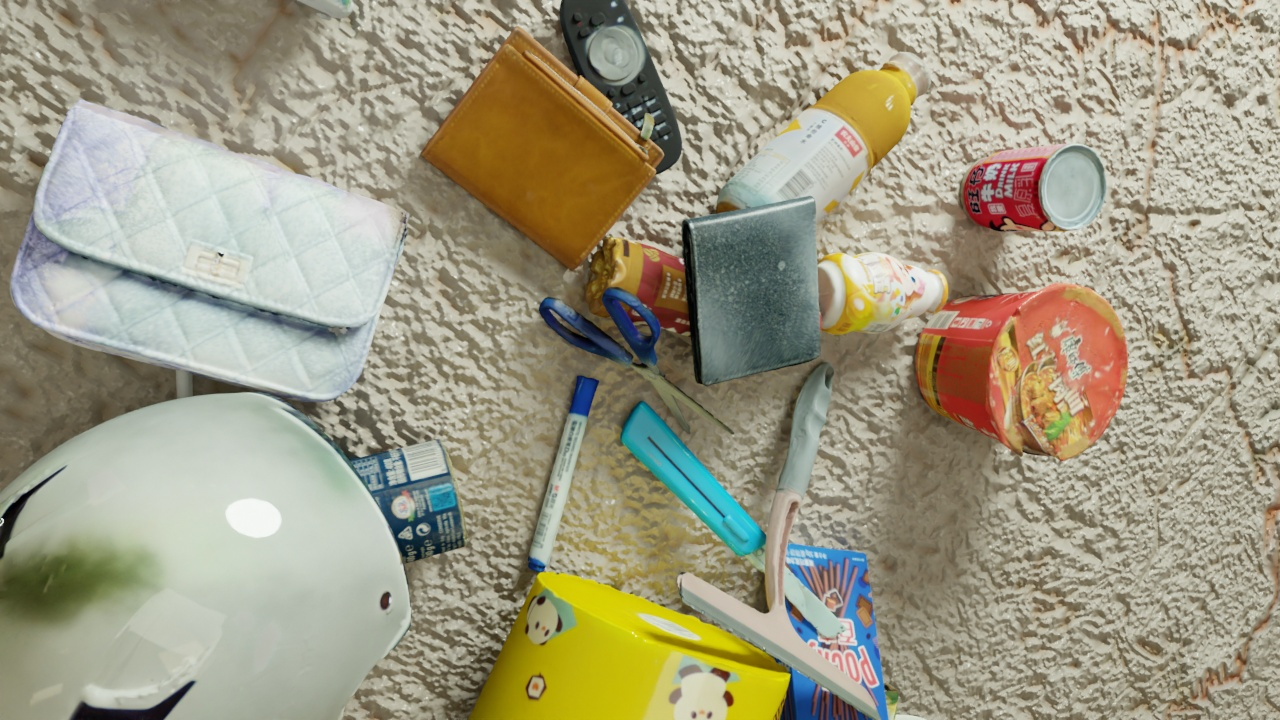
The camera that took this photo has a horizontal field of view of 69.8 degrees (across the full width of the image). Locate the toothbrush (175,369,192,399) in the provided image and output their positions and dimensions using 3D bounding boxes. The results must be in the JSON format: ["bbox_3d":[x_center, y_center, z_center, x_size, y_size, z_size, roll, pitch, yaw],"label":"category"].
[{"bbox_3d":[-0.290,0.066,0.576,0.016,0.016,0.180,2,98,-15],"label":"toothbrush"}]

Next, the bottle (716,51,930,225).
[{"bbox_3d":[0.139,-0.156,0.680,0.189,0.068,0.068,-44,110,-10],"label":"bottle"}]

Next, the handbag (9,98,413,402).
[{"bbox_3d":[-0.245,-0.056,0.540,0.193,0.076,0.134,17,79,-23],"label":"handbag"}]

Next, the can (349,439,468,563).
[{"bbox_3d":[-0.173,0.098,0.593,0.111,0.075,0.075,-13,102,-19],"label":"can"}]

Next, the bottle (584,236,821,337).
[{"bbox_3d":[0.049,-0.042,0.667,0.174,0.057,0.057,13,93,-22],"label":"bottle"}]

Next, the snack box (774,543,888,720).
[{"bbox_3d":[0.145,0.224,0.715,0.084,0.026,0.157,11,59,-22],"label":"snack box"}]

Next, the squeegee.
[{"bbox_3d":[0.115,0.108,0.683,0.247,0.040,0.249,40,51,-35],"label":"squeegee"}]

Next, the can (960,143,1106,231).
[{"bbox_3d":[0.311,-0.136,0.734,0.066,0.094,0.066,-3,99,-21],"label":"can"}]

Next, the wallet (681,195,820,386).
[{"bbox_3d":[0.079,-0.047,0.634,0.097,0.019,0.121,-12,111,-16],"label":"wallet"}]

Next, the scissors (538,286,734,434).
[{"bbox_3d":[0.002,0.000,0.640,0.162,0.164,0.012,26,64,4],"label":"scissors"}]

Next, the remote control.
[{"bbox_3d":[-0.014,-0.194,0.639,0.053,0.024,0.136,-28,108,-9],"label":"remote control"}]

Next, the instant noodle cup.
[{"bbox_3d":[0.300,0.003,0.741,0.137,0.109,0.138,-3,99,-20],"label":"instant noodle cup"}]

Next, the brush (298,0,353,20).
[{"bbox_3d":[-0.299,-0.281,0.507,0.314,0.060,0.109,25,92,-19],"label":"brush"}]

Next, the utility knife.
[{"bbox_3d":[0.072,0.126,0.692,0.034,0.018,0.238,-45,96,-9],"label":"utility knife"}]

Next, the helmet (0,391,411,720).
[{"bbox_3d":[-0.266,0.144,0.469,0.274,0.156,0.230,-46,75,8],"label":"helmet"}]

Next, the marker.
[{"bbox_3d":[-0.057,0.082,0.667,0.017,0.017,0.146,15,92,-22],"label":"marker"}]

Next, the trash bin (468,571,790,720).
[{"bbox_3d":[-0.030,0.293,0.605,0.229,0.230,0.255,23,83,-22],"label":"trash bin"}]

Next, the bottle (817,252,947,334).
[{"bbox_3d":[0.185,-0.053,0.715,0.108,0.063,0.063,-3,98,-21],"label":"bottle"}]

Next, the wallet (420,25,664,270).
[{"bbox_3d":[-0.059,-0.143,0.613,0.130,0.035,0.119,37,98,-21],"label":"wallet"}]

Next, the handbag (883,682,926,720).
[{"bbox_3d":[0.162,0.340,0.758,0.178,0.063,0.163,14,91,-17],"label":"handbag"}]
